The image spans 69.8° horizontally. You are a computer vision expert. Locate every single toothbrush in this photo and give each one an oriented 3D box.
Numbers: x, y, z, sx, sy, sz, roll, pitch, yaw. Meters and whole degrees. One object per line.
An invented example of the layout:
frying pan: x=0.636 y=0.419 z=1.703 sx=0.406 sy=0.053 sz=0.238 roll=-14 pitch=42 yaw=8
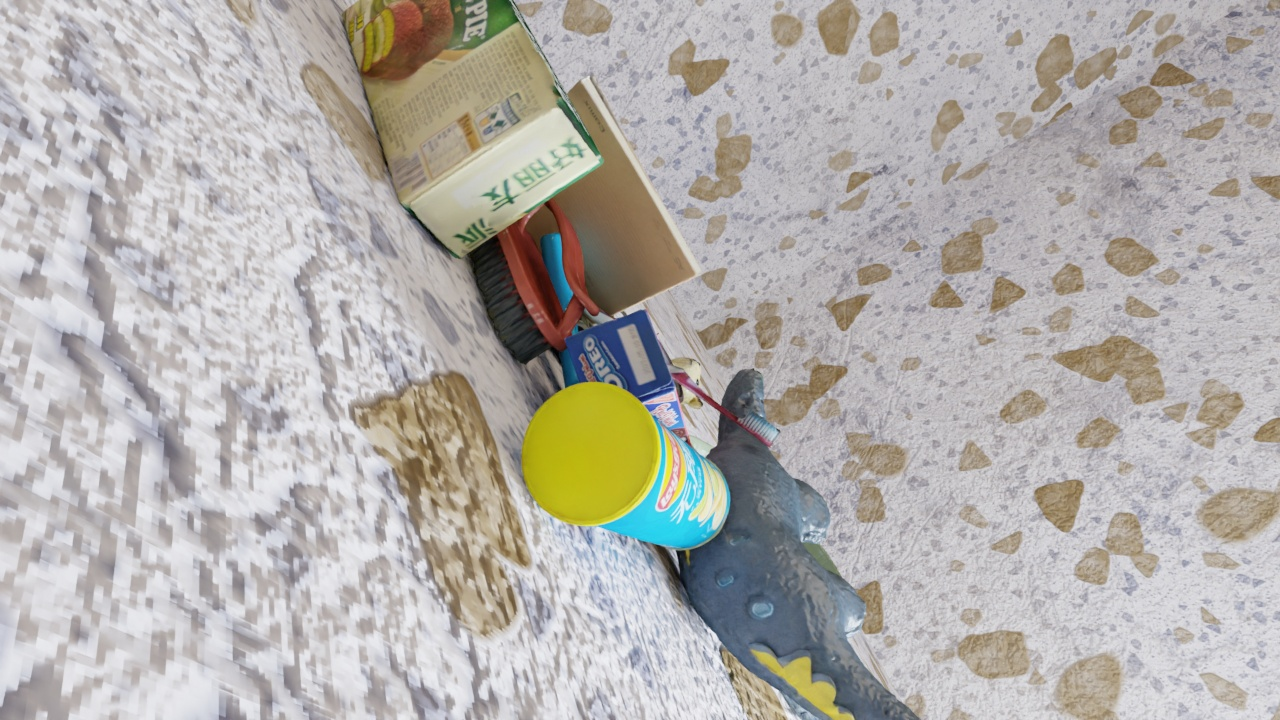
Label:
toothbrush: x=0.028 y=0.007 z=0.706 sx=0.187 sy=0.017 sz=0.016 roll=36 pitch=-2 yaw=5

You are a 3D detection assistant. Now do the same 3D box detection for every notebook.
notebook: x=-0.048 y=-0.103 z=0.693 sx=0.149 sy=0.012 sz=0.212 roll=59 pitch=-31 yaw=-7

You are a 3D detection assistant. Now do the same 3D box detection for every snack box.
snack box: x=-0.002 y=0.027 z=0.632 sx=0.207 sy=0.057 sz=0.058 roll=71 pitch=0 yaw=-73
snack box: x=-0.120 y=-0.186 z=0.612 sx=0.063 sy=0.114 sz=0.240 roll=49 pitch=11 yaw=-51

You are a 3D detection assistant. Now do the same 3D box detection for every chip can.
chip can: x=0.001 y=0.072 z=0.544 sx=0.071 sy=0.071 sz=0.210 roll=61 pitch=6 yaw=21

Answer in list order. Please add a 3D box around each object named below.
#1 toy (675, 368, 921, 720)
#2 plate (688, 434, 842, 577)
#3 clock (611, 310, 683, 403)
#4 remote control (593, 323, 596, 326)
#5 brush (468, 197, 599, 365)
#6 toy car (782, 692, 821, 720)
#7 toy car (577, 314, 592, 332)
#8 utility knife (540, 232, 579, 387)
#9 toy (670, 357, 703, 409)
toy: x=0.093 y=0.137 z=0.678 sx=0.355 sy=0.137 sz=0.092 roll=-106 pitch=-160 yaw=-44
plate: x=0.097 y=0.151 z=0.845 sx=0.230 sy=0.027 sz=0.230 roll=38 pitch=13 yaw=-11
clock: x=-0.005 y=0.005 z=0.840 sx=0.082 sy=0.055 sz=0.122 roll=33 pitch=34 yaw=-63
remote control: x=-0.072 y=-0.084 z=0.952 sx=0.136 sy=0.020 sz=0.056 roll=57 pitch=5 yaw=-14
brush: x=-0.071 y=-0.060 z=0.610 sx=0.063 sy=0.069 sz=0.145 roll=51 pitch=10 yaw=-45
toy car: x=0.137 y=0.278 z=0.811 sx=0.090 sy=0.034 sz=0.043 roll=58 pitch=8 yaw=8
toy car: x=-0.054 y=-0.020 z=0.717 sx=0.090 sy=0.035 sz=0.042 roll=53 pitch=6 yaw=-26
utility knife: x=-0.053 y=-0.023 z=0.663 sx=0.034 sy=0.018 sz=0.160 roll=67 pitch=11 yaw=-67
toy: x=0.007 y=0.007 z=0.947 sx=0.157 sy=0.066 sz=0.105 roll=27 pitch=22 yaw=-47
